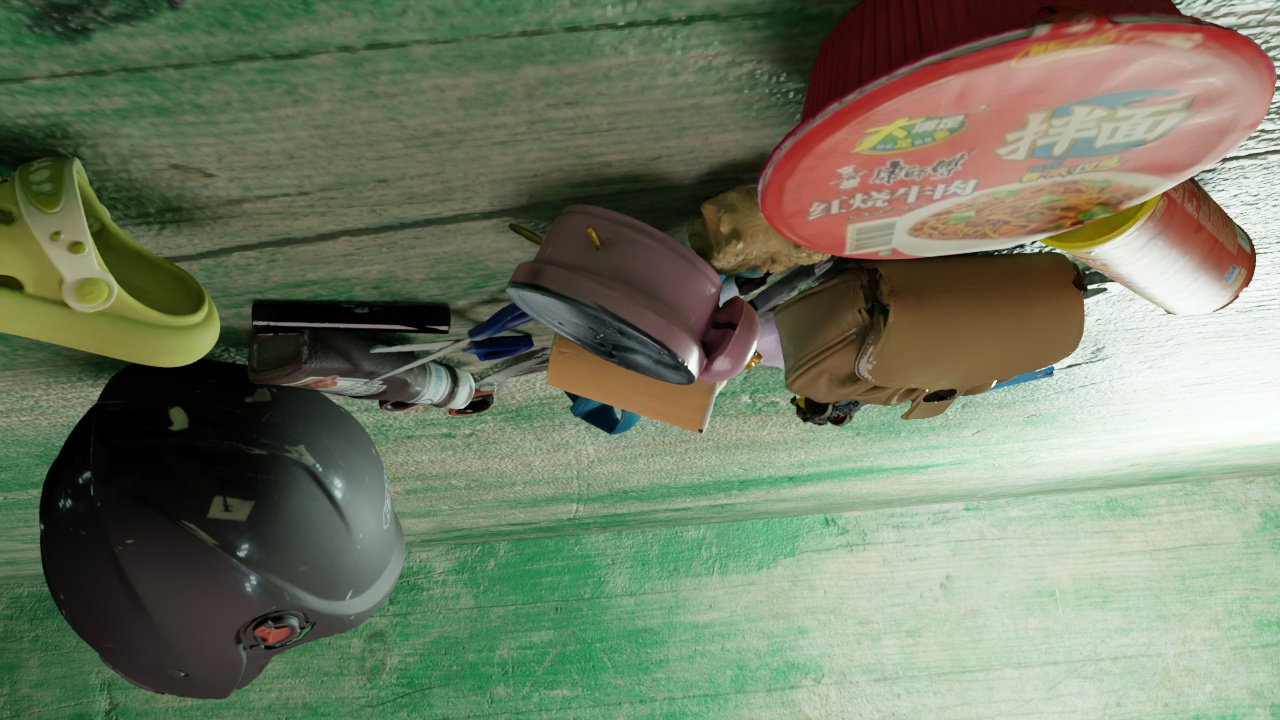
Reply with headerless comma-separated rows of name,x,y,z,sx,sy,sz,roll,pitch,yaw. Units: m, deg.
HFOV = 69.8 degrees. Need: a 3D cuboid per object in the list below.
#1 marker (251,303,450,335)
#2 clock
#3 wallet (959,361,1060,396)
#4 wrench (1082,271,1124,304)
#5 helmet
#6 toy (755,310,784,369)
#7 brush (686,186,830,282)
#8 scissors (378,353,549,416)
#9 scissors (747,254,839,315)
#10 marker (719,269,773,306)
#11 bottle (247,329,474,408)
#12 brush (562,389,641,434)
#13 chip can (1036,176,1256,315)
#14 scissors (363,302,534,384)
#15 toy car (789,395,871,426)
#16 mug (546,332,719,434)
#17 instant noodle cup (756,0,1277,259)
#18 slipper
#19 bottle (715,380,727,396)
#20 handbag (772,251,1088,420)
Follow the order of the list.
marker,-0.199,-0.028,0.637,0.132,0.022,0.020,0,-162,-17
clock,0.002,-0.029,0.525,0.158,0.059,0.117,34,167,-34
wallet,0.322,-0.005,0.840,0.107,0.040,0.133,-20,155,28
wrench,0.262,-0.031,0.779,0.274,0.016,0.056,-16,162,35
helmet,-0.320,0.115,0.728,0.274,0.233,0.231,4,133,-20
toy,0.125,-0.016,0.751,0.108,0.039,0.084,12,144,-34
brush,0.049,-0.055,0.585,0.083,0.046,0.255,-5,170,-15
scissors,-0.152,0.026,0.863,0.195,0.015,0.216,-3,164,-6
scissors,0.122,-0.065,0.552,0.136,0.014,0.175,-33,-179,-12
marker,0.059,-0.043,0.663,0.018,0.022,0.131,28,155,-12
bottle,-0.210,0.009,0.731,0.080,0.044,0.194,-12,164,30
brush,-0.028,0.027,0.784,0.055,0.073,0.144,-26,173,-19
chip can,0.288,-0.076,0.522,0.073,0.073,0.216,-19,160,42
scissors,-0.122,-0.015,0.667,0.163,0.012,0.172,-25,169,31
toy car,0.225,0.023,0.910,0.156,0.041,0.071,-29,155,24
mug,-0.004,0.004,0.682,0.123,0.078,0.078,13,165,2
instant noodle cup,0.141,-0.105,0.381,0.194,0.065,0.194,-5,164,-2
slipper,-0.275,-0.060,0.416,0.190,0.091,0.082,26,107,-46
bottle,0.038,0.012,0.777,0.063,0.063,0.108,-3,164,-8
handbag,0.206,-0.017,0.655,0.204,0.099,0.148,-5,162,-13
